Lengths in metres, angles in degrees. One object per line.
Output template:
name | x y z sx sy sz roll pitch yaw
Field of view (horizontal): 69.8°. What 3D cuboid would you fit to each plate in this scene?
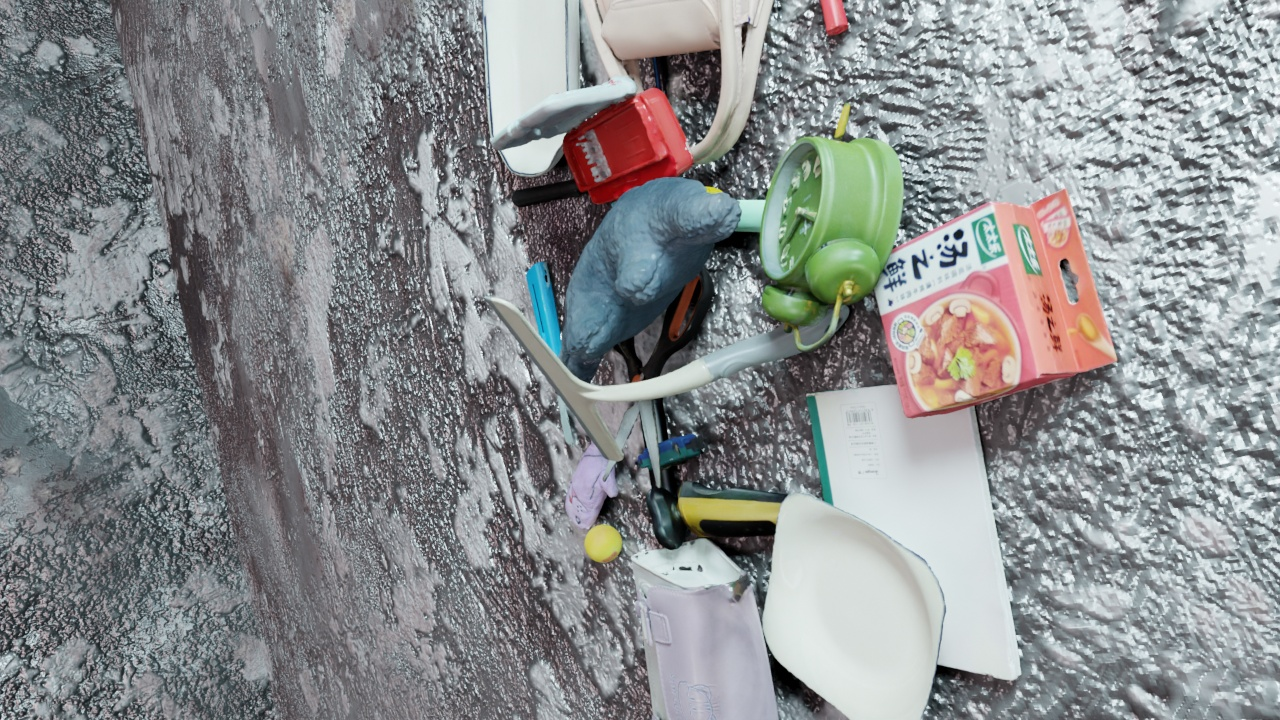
plate | -0.108 -0.325 0.947 0.162 0.034 0.266 14 110 50
plate | 0.165 0.192 0.703 0.164 0.034 0.164 29 120 48

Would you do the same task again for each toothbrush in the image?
toothbrush | 0.020 -0.241 0.823 0.014 0.016 0.189 -3 93 55
toothbrush | 0.026 0.137 0.897 0.026 0.027 0.212 -34 -66 -82
toothbrush | 0.047 -0.128 0.802 0.225 0.026 0.027 13 145 51

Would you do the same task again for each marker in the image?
marker | -0.096 -0.178 0.979 0.132 0.022 0.020 4 146 51
marker | 0.127 -0.308 0.663 0.017 0.017 0.145 -15 87 53

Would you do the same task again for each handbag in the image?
handbag | 0.031 -0.277 0.745 0.193 0.093 0.234 16 116 49
handbag | 0.056 0.274 0.809 0.145 0.098 0.197 -179 79 -68

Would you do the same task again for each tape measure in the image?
tape measure | 0.030 0.087 0.853 0.058 0.054 0.025 -25 77 42

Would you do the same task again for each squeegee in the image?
squeegee | 0.044 0.005 0.716 0.246 0.247 0.039 60 -161 -50

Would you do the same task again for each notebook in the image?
notebook | 0.196 0.121 0.683 0.151 0.012 0.209 -10 90 54

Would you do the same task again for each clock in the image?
clock | 0.127 -0.084 0.637 0.116 0.056 0.161 139 138 -69

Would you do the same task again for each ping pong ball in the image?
ping pong ball | -0.040 0.196 0.981 0.040 0.040 0.040 17 111 49

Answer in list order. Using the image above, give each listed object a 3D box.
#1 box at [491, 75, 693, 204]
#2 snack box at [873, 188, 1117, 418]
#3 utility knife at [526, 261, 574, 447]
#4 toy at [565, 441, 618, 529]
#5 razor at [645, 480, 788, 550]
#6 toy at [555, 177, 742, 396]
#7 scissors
box | -0.052 -0.184 0.802 0.112 0.099 0.202 64 161 -13
snack box | 0.216 -0.033 0.581 0.127 0.044 0.113 -28 68 52
utility knife | -0.097 -0.005 1.027 0.034 0.018 0.209 -10 92 52
toy | -0.053 0.138 0.982 0.108 0.039 0.083 -61 36 39
razor | 0.073 0.139 0.811 0.168 0.067 0.062 -9 131 47
toy | -0.003 -0.071 0.767 0.357 0.091 0.137 -47 25 56
scissors | 0.003 0.000 0.852 0.231 0.021 0.220 -52 44 30
